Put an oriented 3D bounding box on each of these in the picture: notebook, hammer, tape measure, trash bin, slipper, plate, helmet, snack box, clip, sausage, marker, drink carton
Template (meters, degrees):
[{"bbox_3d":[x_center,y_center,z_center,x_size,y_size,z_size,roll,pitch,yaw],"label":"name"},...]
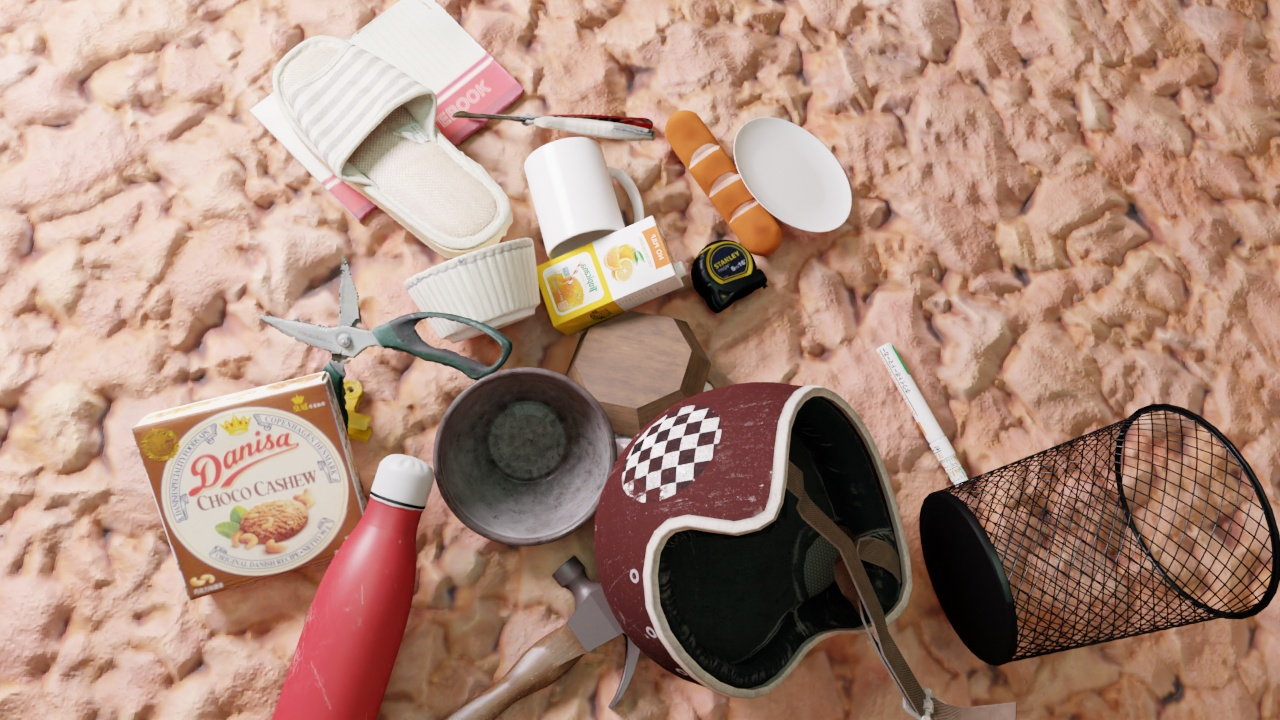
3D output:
[{"bbox_3d":[-0.236,-0.246,0.871,0.153,0.012,0.208,45,74,5],"label":"notebook"},{"bbox_3d":[-0.139,0.289,0.724,0.322,0.033,0.115,-34,80,-15],"label":"hammer"},{"bbox_3d":[0.078,-0.081,0.856,0.061,0.034,0.061,-28,84,-23],"label":"tape measure"},{"bbox_3d":[0.362,0.152,0.761,0.210,0.184,0.184,-15,77,-6],"label":"trash bin"},{"bbox_3d":[-0.224,-0.195,0.817,0.114,0.054,0.272,-43,78,-12],"label":"slipper"},{"bbox_3d":[0.146,-0.178,0.887,0.134,0.011,0.134,13,58,-22],"label":"plate"},{"bbox_3d":[0.095,0.137,0.687,0.233,0.254,0.233,40,43,-36],"label":"helmet"},{"bbox_3d":[-0.298,0.096,0.720,0.143,0.041,0.147,-14,103,-11],"label":"snack box"},{"bbox_3d":[-0.005,0.005,0.798,0.131,0.025,0.131,-4,57,6],"label":"plate"},{"bbox_3d":[-0.252,0.041,0.780,0.054,0.046,0.048,14,98,-2],"label":"clip"},{"bbox_3d":[0.079,-0.168,0.876,0.039,0.044,0.164,-36,81,10],"label":"sausage"},{"bbox_3d":[0.262,0.050,0.854,0.017,0.017,0.145,-24,79,-14],"label":"marker"},{"bbox_3d":[-0.025,-0.075,0.814,0.122,0.040,0.058,-23,76,9],"label":"drink carton"}]

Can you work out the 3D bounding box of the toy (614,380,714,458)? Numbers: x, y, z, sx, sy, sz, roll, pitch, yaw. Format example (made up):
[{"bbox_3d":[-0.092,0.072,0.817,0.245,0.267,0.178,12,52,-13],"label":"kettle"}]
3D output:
[{"bbox_3d":[0.011,0.050,0.806,0.079,0.038,0.122,31,60,10],"label":"toy"}]

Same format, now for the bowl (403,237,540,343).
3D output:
[{"bbox_3d":[-0.137,-0.056,0.785,0.115,0.115,0.062,-21,93,-13],"label":"bowl"}]

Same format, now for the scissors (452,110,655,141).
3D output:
[{"bbox_3d":[-0.063,-0.218,0.843,0.198,0.179,0.015,-11,114,-38],"label":"scissors"}]

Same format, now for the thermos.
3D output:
[{"bbox_3d":[-0.212,0.188,0.697,0.073,0.073,0.239,18,85,-3],"label":"thermos"}]

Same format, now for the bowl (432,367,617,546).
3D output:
[{"bbox_3d":[-0.094,0.073,0.758,0.145,0.067,0.145,-1,98,-6],"label":"bowl"}]

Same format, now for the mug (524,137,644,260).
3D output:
[{"bbox_3d":[-0.045,-0.145,0.845,0.110,0.074,0.090,-6,73,-36],"label":"mug"}]

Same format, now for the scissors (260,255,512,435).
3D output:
[{"bbox_3d":[-0.215,0.023,0.747,0.201,0.015,0.205,14,103,-1],"label":"scissors"}]
